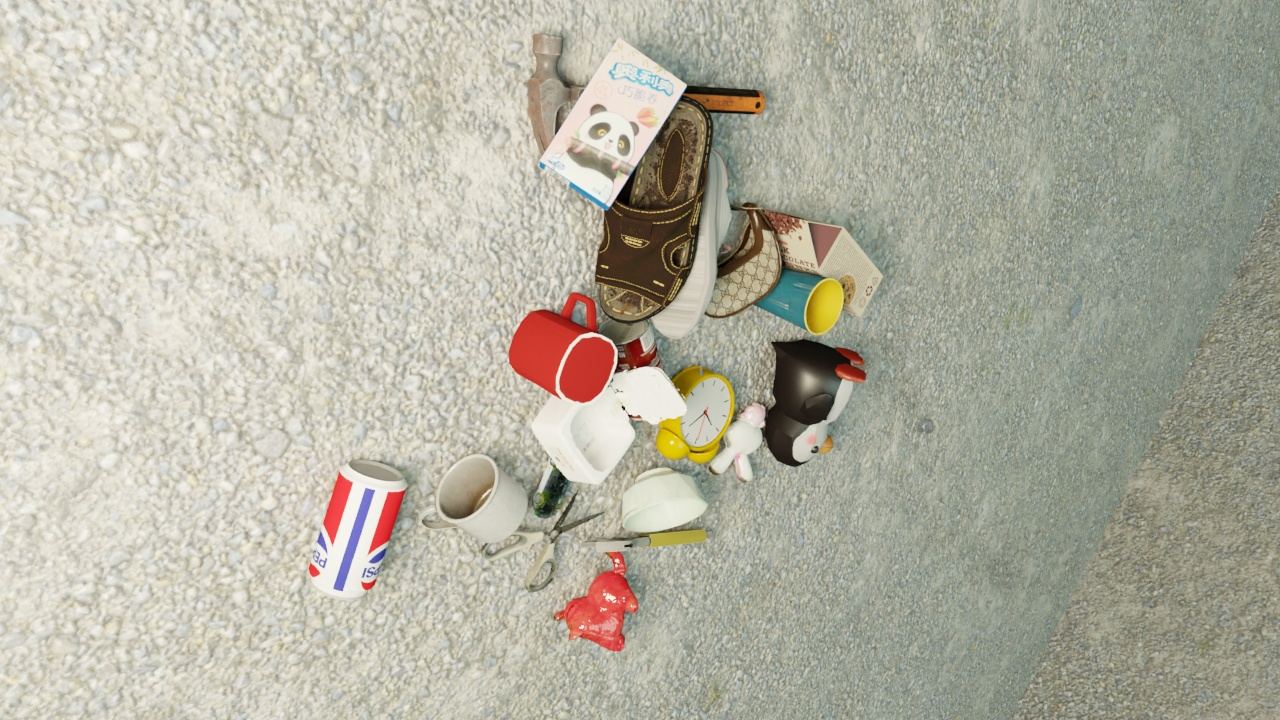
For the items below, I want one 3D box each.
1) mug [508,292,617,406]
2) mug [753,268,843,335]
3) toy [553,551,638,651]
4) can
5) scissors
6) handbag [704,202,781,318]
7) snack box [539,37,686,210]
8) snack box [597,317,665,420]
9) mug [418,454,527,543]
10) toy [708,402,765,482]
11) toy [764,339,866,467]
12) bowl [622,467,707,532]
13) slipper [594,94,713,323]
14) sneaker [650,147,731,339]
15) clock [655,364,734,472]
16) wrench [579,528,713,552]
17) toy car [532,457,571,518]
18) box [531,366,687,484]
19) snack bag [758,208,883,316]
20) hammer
[{"bbox_3d":[-0.082,-0.019,1.042,0.080,0.097,0.116,21,93,-45],"label":"mug"},{"bbox_3d":[0.205,-0.089,1.251,0.078,0.121,0.078,-18,119,-35],"label":"mug"},{"bbox_3d":[-0.056,0.319,1.237,0.094,0.088,0.133,16,85,-27],"label":"toy"},{"bbox_3d":[-0.295,0.175,0.956,0.070,0.070,0.132,13,99,-44],"label":"can"},{"bbox_3d":[-0.125,0.228,1.154,0.157,0.012,0.171,2,118,-33],"label":"scissors"},{"bbox_3d":[0.112,-0.136,1.195,0.166,0.063,0.138,-30,115,-21],"label":"handbag"},{"bbox_3d":[-0.028,-0.244,0.952,0.088,0.033,0.154,32,88,-8],"label":"snack box"},{"bbox_3d":[-0.007,0.007,1.140,0.072,0.072,0.121,-36,128,-25],"label":"snack box"},{"bbox_3d":[-0.192,0.166,1.046,0.113,0.084,0.070,-32,136,9],"label":"mug"},{"bbox_3d":[0.150,0.119,1.354,0.079,0.038,0.122,22,93,-33],"label":"toy"},{"bbox_3d":[0.235,0.067,1.363,0.158,0.140,0.184,-63,171,-68],"label":"toy"},{"bbox_3d":[0.026,0.183,1.240,0.117,0.061,0.118,-12,152,-7],"label":"bowl"},{"bbox_3d":[0.011,-0.160,1.022,0.075,0.113,0.268,-42,151,-64],"label":"slipper"},{"bbox_3d":[0.068,-0.145,1.105,0.089,0.099,0.236,-13,113,-53],"label":"sneaker"},{"bbox_3d":[0.075,0.081,1.261,0.113,0.052,0.152,13,95,-44],"label":"clock"},{"bbox_3d":[0.019,0.249,1.275,0.272,0.084,0.018,8,79,-49],"label":"wrench"},{"bbox_3d":[-0.109,0.153,1.143,0.038,0.027,0.090,18,98,-46],"label":"toy car"},{"bbox_3d":[-0.025,0.069,1.098,0.151,0.132,0.107,-51,127,-30],"label":"box"},{"bbox_3d":[0.243,-0.149,1.277,0.206,0.094,0.070,35,83,-45],"label":"snack bag"},{"bbox_3d":[0.016,-0.285,1.040,0.313,0.035,0.138,-8,114,-34],"label":"hammer"}]
